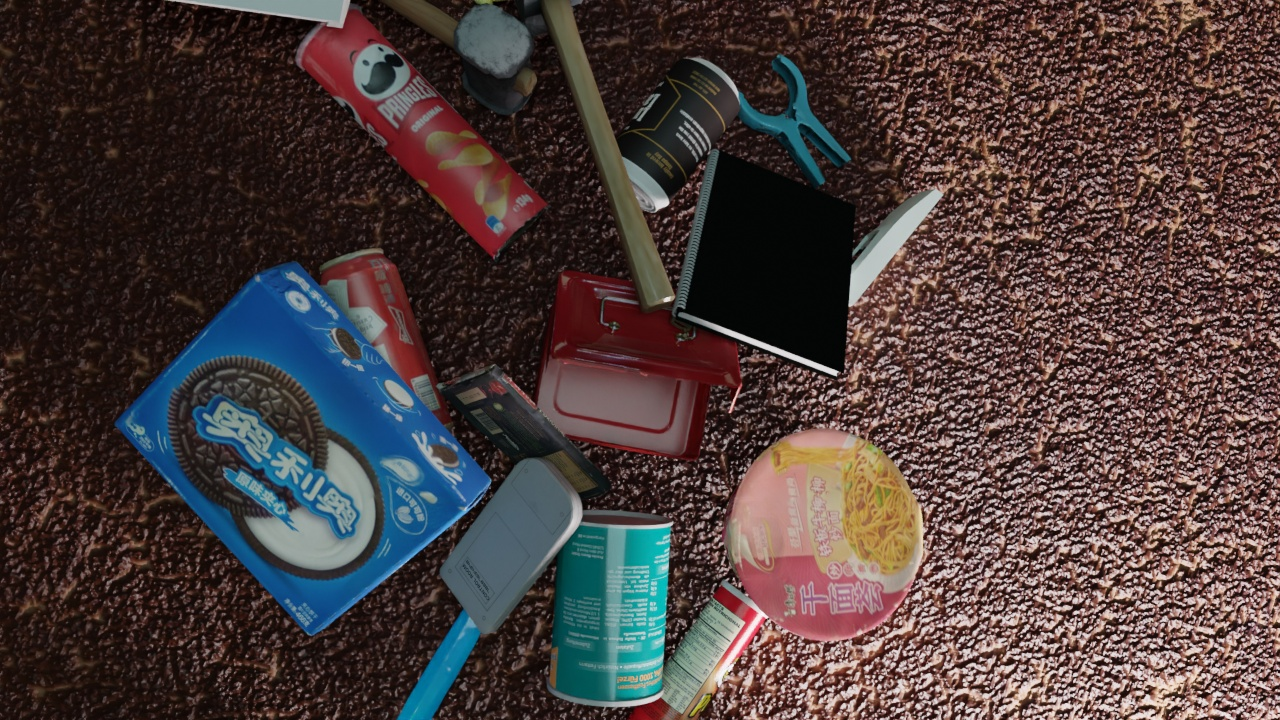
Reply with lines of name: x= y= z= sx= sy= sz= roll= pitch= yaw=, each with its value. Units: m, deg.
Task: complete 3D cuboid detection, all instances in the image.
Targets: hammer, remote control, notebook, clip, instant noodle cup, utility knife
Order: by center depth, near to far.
hammer: x=-0.037 y=-0.195 z=0.746 sx=0.051 sy=0.117 sz=0.322 roll=-18 pitch=85 yaw=-8
remote control: x=-0.107 y=0.152 z=0.768 sx=0.074 sy=0.019 sz=0.151 roll=46 pitch=110 yaw=26
hammer: x=-0.229 y=-0.324 z=0.781 sx=0.328 sy=0.098 sz=0.052 roll=33 pitch=81 yaw=0
notebook: x=0.114 y=-0.091 z=0.802 sx=0.149 sy=0.016 sz=0.206 roll=20 pitch=52 yaw=-8
utility knife: x=-0.156 y=0.247 z=0.802 sx=0.031 sy=0.015 sz=0.225 roll=32 pitch=87 yaw=-8
instant noodle cup: x=0.150 y=0.153 z=0.815 sx=0.178 sy=0.078 sz=0.178 roll=3 pitch=79 yaw=-15
remote control: x=0.220 y=-0.105 z=0.857 sx=0.024 sy=0.049 sz=0.143 roll=41 pitch=82 yaw=-6
clip: x=0.153 y=-0.238 z=0.865 sx=0.130 sy=0.031 sz=0.121 roll=30 pitch=79 yaw=-7

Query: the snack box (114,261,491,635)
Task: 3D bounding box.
snack box: x=-0.268 y=0.074 z=0.730 sx=0.196 sy=0.056 sz=0.239 roll=-39 pitch=94 yaw=19

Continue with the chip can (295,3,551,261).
chip can: x=-0.183 y=-0.191 z=0.785 sx=0.233 sy=0.073 sz=0.073 roll=46 pitch=82 yaw=-6

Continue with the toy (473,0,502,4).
toy: x=-0.104 y=-0.397 z=0.808 sx=0.170 sy=0.064 sz=0.155 roll=-11 pitch=108 yaw=-11

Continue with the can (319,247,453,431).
can: x=-0.215 y=-0.006 z=0.775 sx=0.067 sy=0.067 sz=0.170 roll=-19 pitch=91 yaw=-9

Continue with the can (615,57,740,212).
can: x=0.028 y=-0.201 z=0.818 sx=0.072 sy=0.072 sz=0.128 roll=38 pitch=83 yaw=-6

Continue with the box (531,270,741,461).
box: x=-0.010 y=0.013 z=0.797 sx=0.157 sy=0.156 sz=0.146 roll=11 pitch=44 yaw=-6

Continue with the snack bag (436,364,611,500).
snack bag: x=-0.096 y=0.066 z=0.770 sx=0.155 sy=0.075 sz=0.018 roll=48 pitch=48 yaw=-23

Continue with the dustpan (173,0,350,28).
dustpan: x=-0.314 y=-0.393 z=0.756 sx=0.191 sy=0.053 sz=0.257 roll=7 pitch=78 yaw=-2

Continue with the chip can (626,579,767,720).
chip can: x=0.033 y=0.298 z=0.813 sx=0.052 sy=0.052 sz=0.214 roll=37 pitch=83 yaw=-6

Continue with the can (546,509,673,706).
can: x=-0.026 y=0.206 z=0.781 sx=0.099 sy=0.099 sz=0.144 roll=4 pitch=87 yaw=-9
